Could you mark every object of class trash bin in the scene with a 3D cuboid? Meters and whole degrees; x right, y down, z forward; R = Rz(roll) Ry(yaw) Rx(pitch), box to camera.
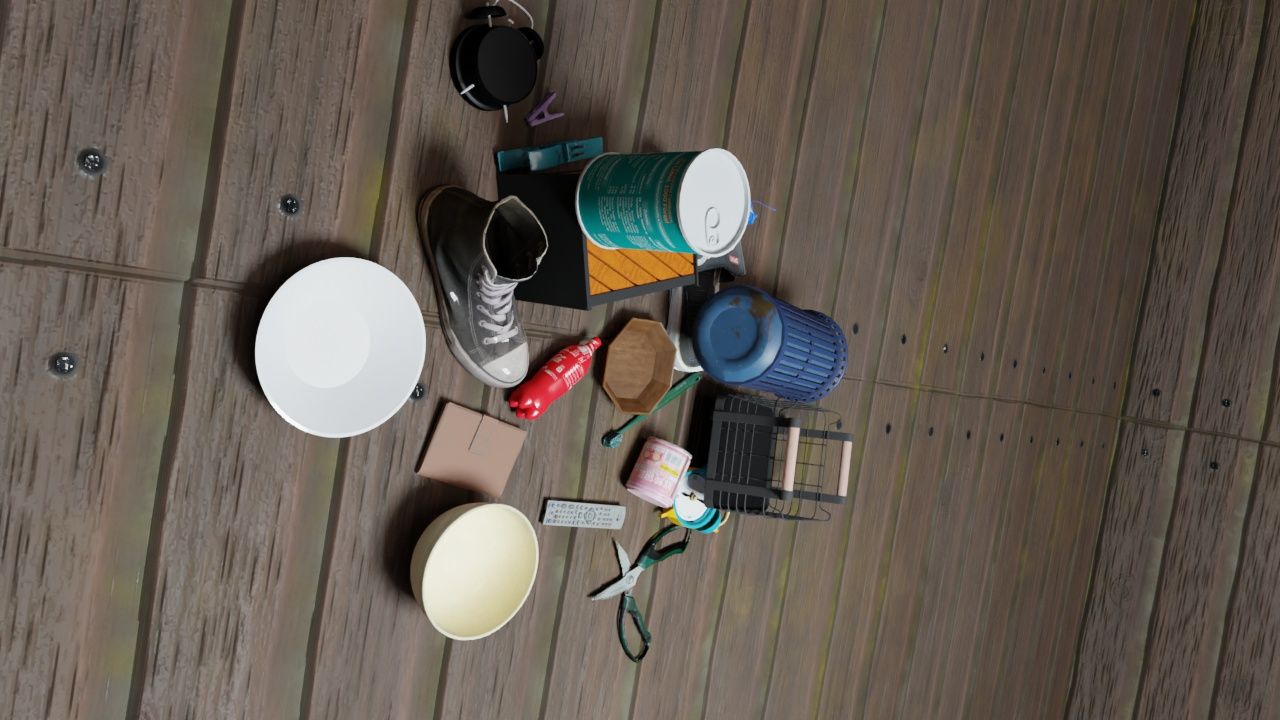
[{"bbox_3d":[-0.046,-0.146,1.042,0.171,0.140,0.140,-16,109,-42],"label":"trash bin"},{"bbox_3d":[0.177,-0.020,1.248,0.249,0.139,0.139,13,89,-59],"label":"trash bin"}]

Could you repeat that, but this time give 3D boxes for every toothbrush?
[{"bbox_3d":[0.019,0.065,1.237,0.189,0.017,0.016,-35,119,-35],"label":"toothbrush"}]

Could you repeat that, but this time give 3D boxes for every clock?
[{"bbox_3d":[0.082,0.195,1.306,0.129,0.044,0.099,11,86,-37],"label":"clock"},{"bbox_3d":[-0.149,-0.324,0.973,0.091,0.043,0.120,24,81,-45],"label":"clock"}]

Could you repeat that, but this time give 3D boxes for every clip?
[{"bbox_3d":[-0.110,-0.280,1.044,0.050,0.013,0.029,-44,125,-27],"label":"clip"},{"bbox_3d":[-0.116,-0.232,1.040,0.130,0.120,0.030,-40,123,-60],"label":"clip"}]

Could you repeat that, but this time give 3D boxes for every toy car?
[{"bbox_3d":[0.154,-0.230,1.295,0.061,0.033,0.092,-46,127,-20],"label":"toy car"}]

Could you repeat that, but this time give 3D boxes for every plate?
[{"bbox_3d":[-0.296,-0.014,0.895,0.173,0.036,0.174,-11,105,-43],"label":"plate"},{"bbox_3d":[-0.007,0.008,1.192,0.131,0.025,0.131,-11,105,-43],"label":"plate"}]

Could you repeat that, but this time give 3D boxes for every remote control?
[{"bbox_3d":[-0.071,0.197,1.176,0.136,0.013,0.033,14,89,-45],"label":"remote control"}]

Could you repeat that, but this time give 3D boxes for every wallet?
[{"bbox_3d":[-0.190,0.102,1.041,0.121,0.013,0.087,27,84,-44],"label":"wallet"}]

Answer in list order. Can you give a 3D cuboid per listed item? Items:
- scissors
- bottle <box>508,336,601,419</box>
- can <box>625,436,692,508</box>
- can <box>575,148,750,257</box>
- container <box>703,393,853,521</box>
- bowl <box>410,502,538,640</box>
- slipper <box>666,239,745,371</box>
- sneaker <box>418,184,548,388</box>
[{"bbox_3d":[0.008,0.323,1.280,0.201,0.015,0.206,-20,113,-41],"label":"scissors"},{"bbox_3d":[-0.097,0.017,1.094,0.141,0.042,0.042,-43,125,-30],"label":"bottle"},{"bbox_3d":[0.024,0.149,1.223,0.067,0.067,0.076,38,71,-42],"label":"can"},{"bbox_3d":[0.020,-0.155,0.901,0.099,0.144,0.099,-11,105,-43],"label":"can"},{"bbox_3d":[0.201,0.142,1.309,0.241,0.130,0.162,17,79,-58],"label":"container"},{"bbox_3d":[-0.194,0.223,1.016,0.150,0.075,0.151,-11,107,-42],"label":"bowl"},{"bbox_3d":[0.091,-0.113,1.242,0.111,0.063,0.264,-1,101,-45],"label":"slipper"},{"bbox_3d":[-0.149,-0.069,0.973,0.095,0.120,0.235,-27,119,-38],"label":"sneaker"}]
